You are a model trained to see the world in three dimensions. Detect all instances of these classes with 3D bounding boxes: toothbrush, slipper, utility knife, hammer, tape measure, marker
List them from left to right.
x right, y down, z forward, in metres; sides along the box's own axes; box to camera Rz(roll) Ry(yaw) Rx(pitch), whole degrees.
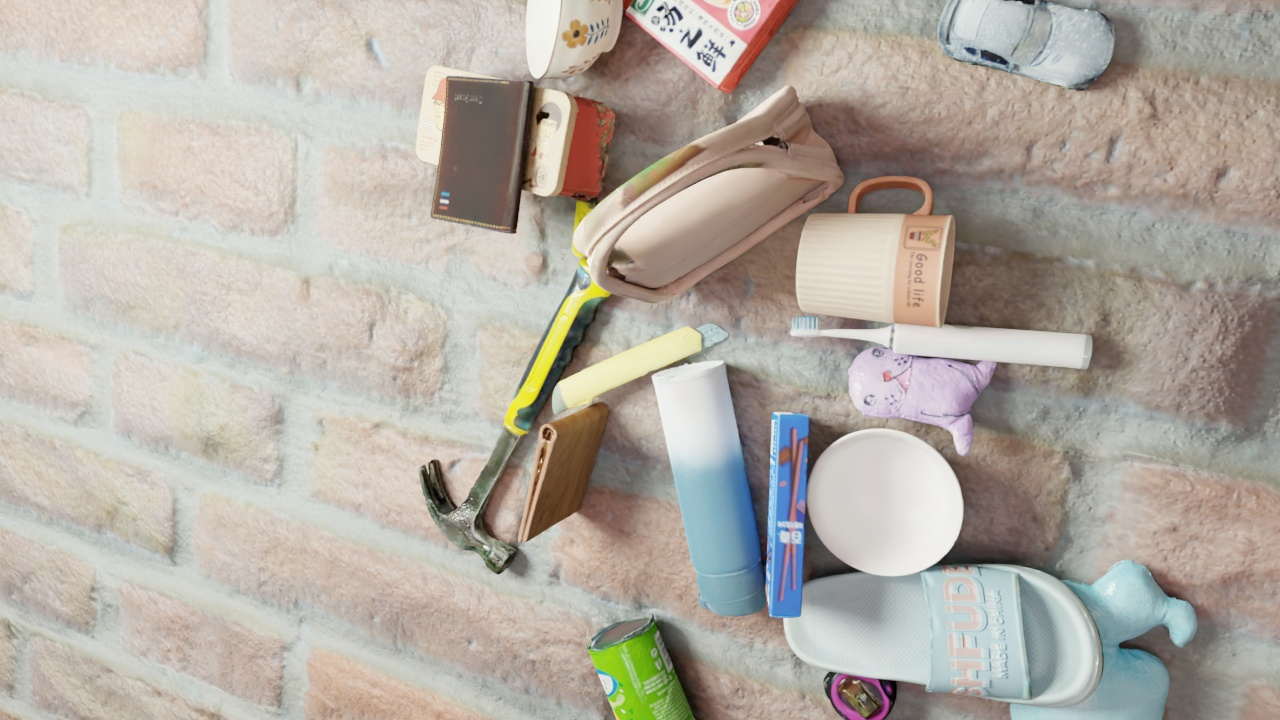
[{"bbox_3d":[-0.114,0.047,0.871,0.126,0.031,0.324,34,111,13],"label":"hammer"},{"bbox_3d":[-0.047,-0.154,0.816,0.018,0.015,0.124,11,102,21],"label":"marker"},{"bbox_3d":[-0.005,0.005,0.812,0.173,0.019,0.031,-23,94,17],"label":"utility knife"},{"bbox_3d":[0.189,0.282,0.785,0.058,0.039,0.057,43,112,10],"label":"tape measure"},{"bbox_3d":[0.224,0.208,0.717,0.246,0.074,0.104,-6,70,31],"label":"slipper"},{"bbox_3d":[0.227,-0.016,0.710,0.221,0.026,0.026,5,82,16],"label":"toothbrush"}]

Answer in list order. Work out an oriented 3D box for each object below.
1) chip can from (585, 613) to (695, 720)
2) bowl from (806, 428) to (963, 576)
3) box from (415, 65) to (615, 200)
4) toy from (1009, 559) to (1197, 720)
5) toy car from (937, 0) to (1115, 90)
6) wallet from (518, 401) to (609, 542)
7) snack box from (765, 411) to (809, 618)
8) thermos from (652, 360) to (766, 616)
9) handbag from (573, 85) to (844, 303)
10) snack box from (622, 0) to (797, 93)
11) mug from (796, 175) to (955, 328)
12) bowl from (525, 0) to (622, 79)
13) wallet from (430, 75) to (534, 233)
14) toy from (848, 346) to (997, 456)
[{"bbox_3d":[0.024,0.356,0.850,0.072,0.072,0.236,-22,91,24],"label":"chip can"},{"bbox_3d":[0.198,0.105,0.735,0.118,0.064,0.118,5,102,22],"label":"bowl"},{"bbox_3d":[-0.106,-0.199,0.798,0.168,0.079,0.091,21,107,30],"label":"box"},{"bbox_3d":[0.353,0.243,0.706,0.162,0.049,0.156,-24,84,15],"label":"toy"},{"bbox_3d":[0.275,-0.233,0.658,0.121,0.036,0.054,21,107,14],"label":"toy car"},{"bbox_3d":[-0.070,0.099,0.826,0.020,0.101,0.115,21,108,21],"label":"wallet"},{"bbox_3d":[0.118,0.120,0.742,0.026,0.084,0.157,2,88,6],"label":"snack box"},{"bbox_3d":[0.064,0.111,0.794,0.070,0.070,0.220,-10,96,24],"label":"thermos"},{"bbox_3d":[0.036,-0.115,0.668,0.194,0.233,0.093,-33,88,24],"label":"handbag"},{"bbox_3d":[0.053,-0.298,0.731,0.127,0.044,0.113,42,112,11],"label":"snack box"},{"bbox_3d":[0.183,-0.086,0.703,0.106,0.081,0.114,7,81,23],"label":"mug"},{"bbox_3d":[-0.052,-0.287,0.757,0.062,0.113,0.113,2,104,-20],"label":"bowl"},{"bbox_3d":[-0.132,-0.172,0.760,0.096,0.020,0.122,16,103,32],"label":"wallet"},{"bbox_3d":[0.216,0.025,0.723,0.108,0.039,0.083,14,73,18],"label":"toy"}]
